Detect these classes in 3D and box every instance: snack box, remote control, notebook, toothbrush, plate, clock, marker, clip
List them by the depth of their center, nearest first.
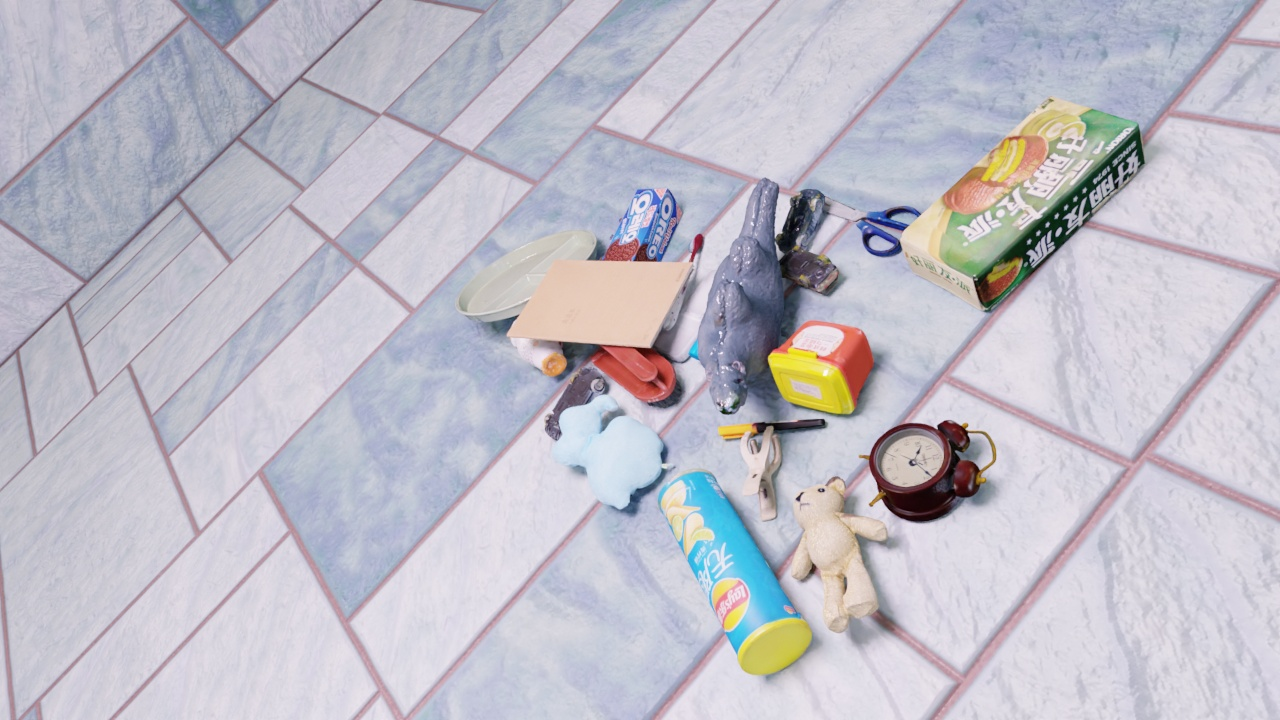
[{"bbox_3d":[0.269,0.099,0.853,0.122,0.055,0.081,-20,45,20],"label":"clock"},{"bbox_3d":[0.127,0.114,0.960,0.035,0.070,0.099,-17,39,23],"label":"clip"},{"bbox_3d":[0.195,0.003,0.976,0.091,0.082,0.080,14,54,42],"label":"snack box"},{"bbox_3d":[0.405,-0.170,0.978,0.240,0.063,0.114,-42,42,-3],"label":"snack box"},{"bbox_3d":[0.142,0.073,1.001,0.124,0.018,0.015,-9,90,30],"label":"marker"},{"bbox_3d":[0.073,-0.057,1.162,0.056,0.020,0.135,24,72,46],"label":"remote control"},{"bbox_3d":[-0.052,-0.076,1.177,0.212,0.012,0.149,5,48,29],"label":"notebook"},{"bbox_3d":[0.055,-0.104,1.202,0.017,0.016,0.187,-32,28,43],"label":"toothbrush"},{"bbox_3d":[-0.009,-0.148,1.276,0.058,0.057,0.207,4,57,35],"label":"snack box"},{"bbox_3d":[-0.164,-0.124,1.347,0.230,0.027,0.229,-21,26,11],"label":"plate"}]

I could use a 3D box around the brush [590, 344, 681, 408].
[{"bbox_3d":[-0.007,0.007,1.129,0.063,0.069,0.146,-46,41,-5],"label":"brush"}]

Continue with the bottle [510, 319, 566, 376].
[{"bbox_3d":[-0.136,-0.020,1.253,0.063,0.063,0.108,-40,41,0],"label":"bottle"}]

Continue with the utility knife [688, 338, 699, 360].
[{"bbox_3d":[0.112,-0.063,1.131,0.160,0.034,0.018,-56,2,-19],"label":"utility knife"}]

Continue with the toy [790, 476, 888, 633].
[{"bbox_3d":[0.176,0.178,0.846,0.105,0.066,0.157,-42,30,25],"label":"toy"}]

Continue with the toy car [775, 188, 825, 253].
[{"bbox_3d":[0.203,-0.173,1.155,0.043,0.034,0.090,14,78,43],"label":"toy car"}]

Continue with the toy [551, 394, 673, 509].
[{"bbox_3d":[-0.035,0.105,1.078,0.156,0.050,0.161,-6,50,23],"label":"toy"}]

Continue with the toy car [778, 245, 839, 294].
[{"bbox_3d":[0.198,-0.107,1.101,0.042,0.035,0.090,-45,35,-7],"label":"toy car"}]

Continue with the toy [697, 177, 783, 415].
[{"bbox_3d":[0.116,-0.055,1.039,0.091,0.138,0.355,10,48,8],"label":"toy"}]

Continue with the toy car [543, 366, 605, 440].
[{"bbox_3d":[-0.081,0.057,1.170,0.049,0.031,0.105,18,71,41],"label":"toy car"}]

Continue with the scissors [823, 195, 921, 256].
[{"bbox_3d":[0.277,-0.182,1.125,0.126,0.012,0.173,-28,41,17],"label":"scissors"}]

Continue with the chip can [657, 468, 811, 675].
[{"bbox_3d":[0.085,0.198,0.892,0.071,0.071,0.210,-36,41,5],"label":"chip can"}]
